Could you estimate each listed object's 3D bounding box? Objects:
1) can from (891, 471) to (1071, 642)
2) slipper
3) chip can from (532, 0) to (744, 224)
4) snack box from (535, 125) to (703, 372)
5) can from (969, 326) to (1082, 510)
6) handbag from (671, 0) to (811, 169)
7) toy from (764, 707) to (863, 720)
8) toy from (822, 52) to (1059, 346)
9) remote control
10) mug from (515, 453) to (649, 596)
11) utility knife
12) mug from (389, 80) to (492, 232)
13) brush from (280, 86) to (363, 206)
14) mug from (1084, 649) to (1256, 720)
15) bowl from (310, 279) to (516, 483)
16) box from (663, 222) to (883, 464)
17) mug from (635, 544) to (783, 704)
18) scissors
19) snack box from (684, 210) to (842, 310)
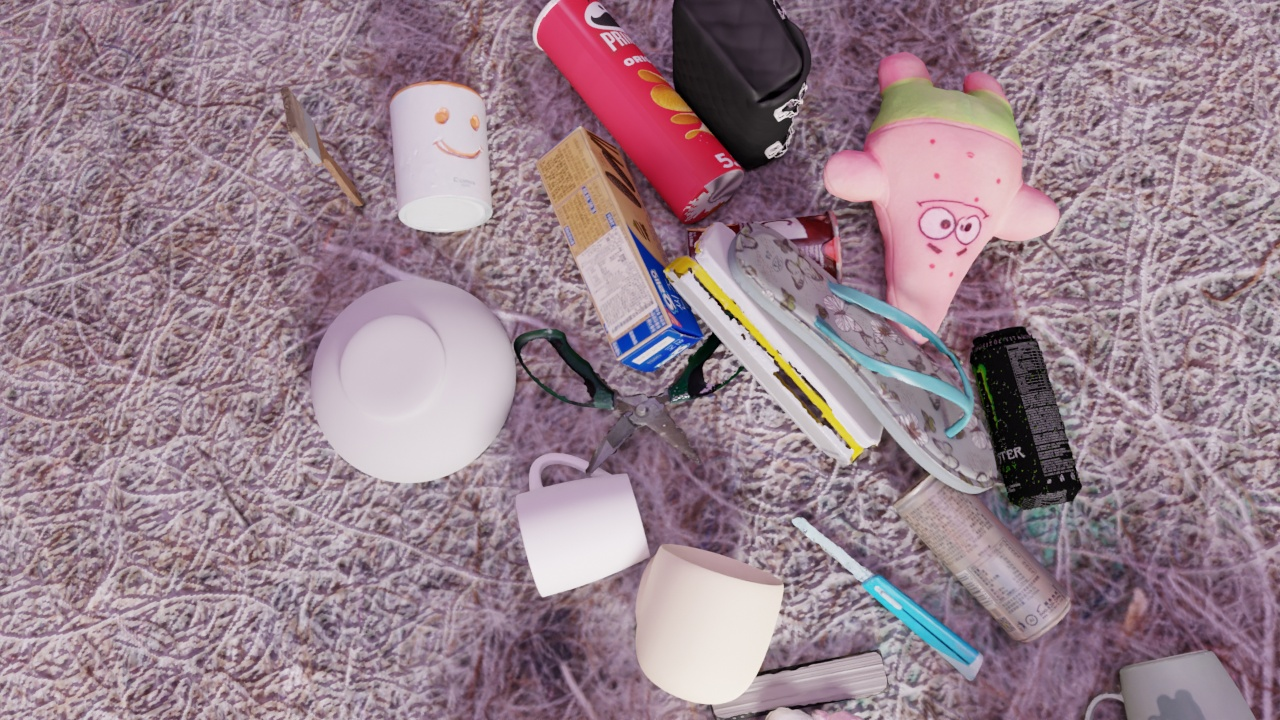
[{"bbox_3d":[0.256,0.144,0.692,0.054,0.054,0.135,-40,76,-4],"label":"can"},{"bbox_3d":[0.181,-0.014,0.682,0.269,0.055,0.098,43,43,-3],"label":"slipper"},{"bbox_3d":[-0.003,-0.222,0.796,0.069,0.069,0.220,-36,76,-3],"label":"chip can"},{"bbox_3d":[-0.019,-0.092,0.753,0.056,0.057,0.206,-33,65,23],"label":"snack box"},{"bbox_3d":[0.297,0.045,0.711,0.054,0.054,0.137,-11,76,3],"label":"can"},{"bbox_3d":[0.098,-0.241,0.752,0.114,0.154,0.125,-31,81,-6],"label":"handbag"},{"bbox_3d":[0.114,0.299,0.680,0.123,0.038,0.079,-29,73,4],"label":"toy"},{"bbox_3d":[0.236,-0.127,0.738,0.192,0.097,0.236,9,90,-4],"label":"toy"},{"bbox_3d":[0.120,0.250,0.703,0.136,0.013,0.033,-11,76,1],"label":"remote control"},{"bbox_3d":[-0.048,0.119,0.722,0.087,0.081,0.114,-15,55,-4],"label":"mug"},{"bbox_3d":[0.188,0.181,0.712,0.176,0.015,0.022,37,108,14],"label":"utility knife"},{"bbox_3d":[-0.173,-0.175,0.796,0.082,0.082,0.105,-7,77,4],"label":"mug"},{"bbox_3d":[-0.263,-0.167,0.771,0.008,0.143,0.045,-18,67,0],"label":"brush"},{"bbox_3d":[0.373,0.266,0.645,0.111,0.084,0.104,-26,62,28],"label":"mug"},{"bbox_3d":[-0.196,0.011,0.763,0.177,0.066,0.176,-1,77,5],"label":"bowl"},{"bbox_3d":[0.105,-0.009,0.702,0.070,0.067,0.210,-40,99,15],"label":"box"},{"bbox_3d":[0.038,0.197,0.687,0.120,0.096,0.099,14,87,47],"label":"mug"},{"bbox_3d":[-0.005,0.004,0.759,0.203,0.015,0.201,32,64,25],"label":"scissors"},{"bbox_3d":[0.099,-0.081,0.752,0.121,0.072,0.072,-5,76,6],"label":"snack box"}]
